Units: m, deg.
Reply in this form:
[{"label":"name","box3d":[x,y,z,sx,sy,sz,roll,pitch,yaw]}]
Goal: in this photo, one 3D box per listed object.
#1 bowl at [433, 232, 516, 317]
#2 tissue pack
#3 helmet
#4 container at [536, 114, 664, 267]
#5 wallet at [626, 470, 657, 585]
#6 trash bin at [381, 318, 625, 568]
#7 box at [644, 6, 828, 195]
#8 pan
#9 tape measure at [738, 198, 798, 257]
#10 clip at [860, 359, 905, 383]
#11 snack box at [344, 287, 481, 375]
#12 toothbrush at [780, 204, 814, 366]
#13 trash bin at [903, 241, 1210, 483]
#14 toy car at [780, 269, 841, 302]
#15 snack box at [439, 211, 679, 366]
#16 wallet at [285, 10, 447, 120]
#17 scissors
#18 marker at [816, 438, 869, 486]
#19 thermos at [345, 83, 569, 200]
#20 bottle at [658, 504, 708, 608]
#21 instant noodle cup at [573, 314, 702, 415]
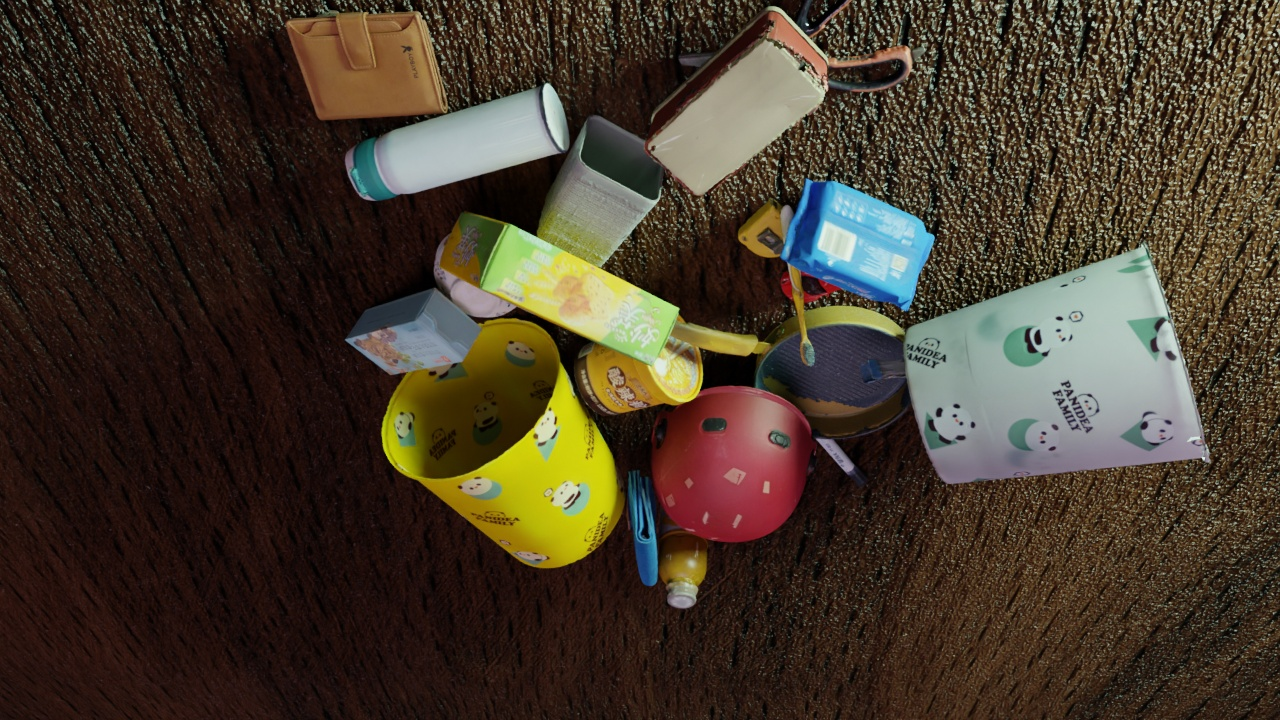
[{"label":"bowl","box3d":[-0.181,-0.089,1.040,0.113,0.062,0.114,3,136,3]},{"label":"tissue pack","box3d":[0.225,-0.119,0.948,0.157,0.095,0.052,21,172,-12]},{"label":"helmet","box3d":[0.111,0.143,1.141,0.207,0.143,0.240,12,152,0]},{"label":"container","box3d":[-0.044,-0.167,0.933,0.090,0.090,0.115,26,134,-17]},{"label":"wallet","box3d":[0.003,0.215,1.179,0.040,0.106,0.133,-6,144,-1]},{"label":"trash bin","box3d":[-0.150,0.116,1.134,0.230,0.229,0.255,-13,137,18]},{"label":"box","box3d":[0.087,-0.229,0.845,0.091,0.080,0.169,37,131,-23]},{"label":"pan","box3d":[0.165,-0.001,1.075,0.357,0.078,0.198,24,131,-17]},{"label":"tape measure","box3d":[0.140,-0.136,0.982,0.057,0.028,0.060,31,129,-23]},{"label":"clip","box3d":[0.281,0.010,1.047,0.058,0.027,0.045,-7,158,-13]},{"label":"snack box","box3d":[-0.267,-0.030,1.070,0.175,0.051,0.074,-8,136,47]},{"label":"toothbrush","box3d":[0.170,-0.076,0.986,0.016,0.018,0.191,-17,118,-7]},{"label":"trash bin","box3d":[0.433,0.021,0.979,0.252,0.229,0.229,-16,130,27]},{"label":"toy car","box3d":[0.206,-0.094,1.015,0.106,0.031,0.049,-21,127,26]},{"label":"snack box","box3d":[-0.087,-0.075,0.953,0.210,0.158,0.070,25,91,-30]},{"label":"wallet","box3d":[-0.261,-0.283,0.883,0.132,0.031,0.108,-1,135,5]},{"label":"scissors","box3d":[0.150,-0.285,0.848,0.189,0.015,0.227,26,132,-18]},{"label":"marker","box3d":[0.269,0.128,1.231,0.023,0.018,0.130,-30,125,20]},{"label":"thermos","box3d":[-0.186,-0.213,0.914,0.224,0.073,0.073,-12,132,15]},{"label":"bottle","box3d":[0.058,0.243,1.244,0.068,0.189,0.068,3,136,2]},{"label":"instant noodle cup","box3d":[-0.006,0.006,1.081,0.115,0.118,0.118,-20,129,33]}]
